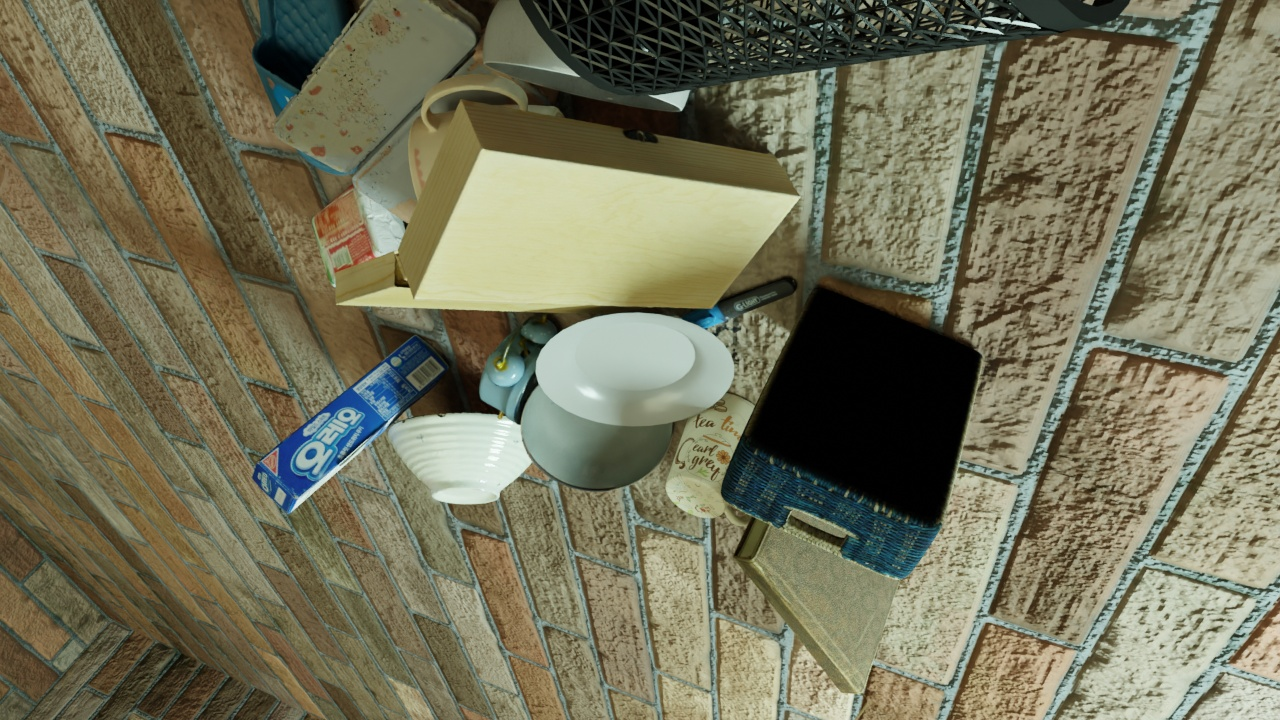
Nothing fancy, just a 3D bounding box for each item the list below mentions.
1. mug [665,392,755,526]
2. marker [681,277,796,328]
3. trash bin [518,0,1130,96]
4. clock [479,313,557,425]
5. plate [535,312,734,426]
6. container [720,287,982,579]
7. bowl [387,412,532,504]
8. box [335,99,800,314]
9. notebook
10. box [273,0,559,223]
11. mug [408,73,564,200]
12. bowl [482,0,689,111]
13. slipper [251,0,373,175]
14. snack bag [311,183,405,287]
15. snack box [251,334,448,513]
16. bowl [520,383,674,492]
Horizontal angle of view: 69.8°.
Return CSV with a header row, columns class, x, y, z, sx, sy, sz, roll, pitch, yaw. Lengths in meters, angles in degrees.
class,x,y,z,sx,sy,sz,roll,pitch,yaw
mug,0.079,0.107,0.868,0.081,0.097,0.122,-9,127,40
marker,0.079,-0.045,0.769,0.123,0.015,0.018,-20,119,43
trash bin,0.070,-0.233,0.425,0.244,0.216,0.217,-2,132,44
clock,-0.116,0.007,0.898,0.052,0.088,0.125,30,145,12
plate,-0.005,0.005,0.809,0.173,0.019,0.173,0,145,0
container,0.159,0.045,0.674,0.145,0.186,0.071,24,138,10
bowl,-0.193,0.118,1.019,0.177,0.070,0.177,-1,158,-1
box,-0.058,-0.076,0.661,0.246,0.096,0.262,1,165,-36
notebook,0.166,0.208,0.850,0.035,0.189,0.215,-10,128,43
box,-0.180,-0.198,0.719,0.148,0.042,0.217,37,139,-27
mug,-0.107,-0.154,0.656,0.104,0.085,0.111,-6,141,9
bowl,-0.030,-0.207,0.587,0.132,0.131,0.064,16,101,19
slipper,-0.280,-0.243,0.756,0.104,0.059,0.214,24,140,13
snack bag,-0.269,-0.121,0.877,0.116,0.036,0.077,-18,90,47
snack box,-0.302,0.062,0.971,0.059,0.225,0.060,45,142,-3
bowl,-0.041,0.052,0.903,0.151,0.056,0.151,0,118,0
